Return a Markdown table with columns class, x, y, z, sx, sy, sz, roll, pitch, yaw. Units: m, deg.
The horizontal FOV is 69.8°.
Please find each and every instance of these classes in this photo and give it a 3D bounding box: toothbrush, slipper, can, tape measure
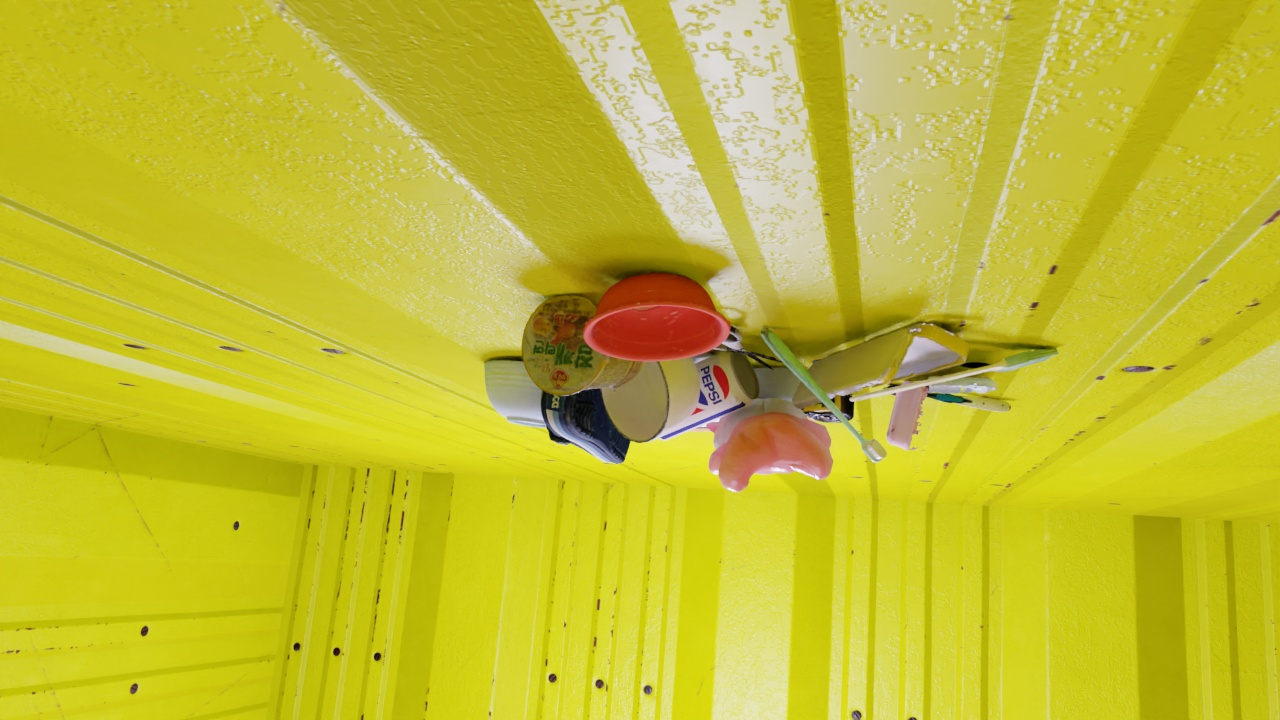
| class | x | y | z | sx | sy | sz | roll | pitch | yaw |
| --- | --- | --- | --- | --- | --- | --- | --- | --- | --- |
| toothbrush | 0.404 | 0.050 | 1.201 | 0.189 | 0.016 | 0.017 | 8 | 178 | -15 |
| toothbrush | 0.186 | 0.034 | 0.939 | 0.180 | 0.016 | 0.017 | 48 | 157 | 6 |
| slipper | -0.071 | 0.057 | 1.111 | 0.095 | 0.105 | 0.253 | 7 | 167 | 17 |
| can | 0.067 | 0.040 | 1.074 | 0.132 | 0.070 | 0.070 | -25 | 155 | 26 |
| tape measure | 0.264 | 0.067 | 1.269 | 0.063 | 0.038 | 0.067 | -9 | 155 | 38 |

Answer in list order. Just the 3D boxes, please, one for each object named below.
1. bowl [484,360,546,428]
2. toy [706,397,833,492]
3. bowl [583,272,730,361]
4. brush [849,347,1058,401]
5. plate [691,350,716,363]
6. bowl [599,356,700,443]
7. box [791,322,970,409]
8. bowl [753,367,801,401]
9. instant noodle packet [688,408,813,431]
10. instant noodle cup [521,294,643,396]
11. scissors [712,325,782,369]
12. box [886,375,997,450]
| class | x | y | z | sx | sy | sz | roll | pitch | yaw |
| --- | --- | --- | --- | --- | --- | --- | --- | --- | --- |
| bowl | -0.144 | 0.051 | 1.255 | 0.150 | 0.074 | 0.151 | 7 | 170 | 1 |
| toy | 0.146 | 0.091 | 1.059 | 0.142 | 0.084 | 0.213 | -9 | -176 | 6 |
| bowl | 0.014 | -0.043 | 0.818 | 0.130 | 0.045 | 0.131 | -2 | 159 | -1 |
| brush | 0.318 | 0.016 | 0.935 | 0.217 | 0.012 | 0.033 | -13 | 167 | -5 |
| plate | -0.007 | 0.007 | 1.140 | 0.230 | 0.021 | 0.230 | 5 | 168 | 1 |
| bowl | 0.015 | 0.028 | 1.010 | 0.065 | 0.116 | 0.117 | -12 | -179 | -40 |
| box | 0.244 | 0.020 | 0.961 | 0.084 | 0.080 | 0.211 | 27 | 164 | -11 |
| bowl | 0.166 | 0.041 | 1.168 | 0.106 | 0.039 | 0.106 | 0 | 164 | 0 |
| instant noodle packet | 0.156 | 0.087 | 1.397 | 0.221 | 0.032 | 0.160 | -1 | 166 | 5 |
| instant noodle cup | -0.049 | -0.011 | 0.928 | 0.102 | 0.102 | 0.108 | -2 | 175 | 28 |
| scissors | 0.091 | -0.018 | 0.975 | 0.169 | 0.012 | 0.157 | 9 | 169 | 15 |
| box | 0.345 | 0.060 | 1.060 | 0.103 | 0.101 | 0.201 | 12 | 179 | 15 |
